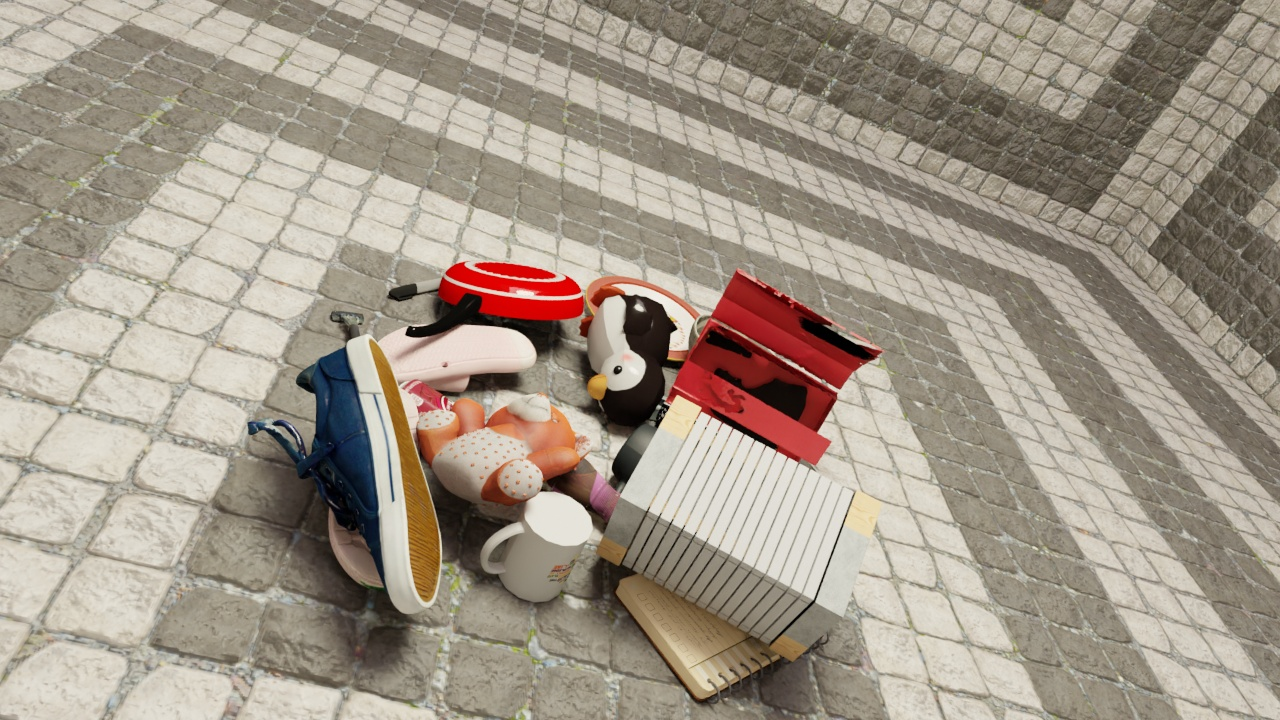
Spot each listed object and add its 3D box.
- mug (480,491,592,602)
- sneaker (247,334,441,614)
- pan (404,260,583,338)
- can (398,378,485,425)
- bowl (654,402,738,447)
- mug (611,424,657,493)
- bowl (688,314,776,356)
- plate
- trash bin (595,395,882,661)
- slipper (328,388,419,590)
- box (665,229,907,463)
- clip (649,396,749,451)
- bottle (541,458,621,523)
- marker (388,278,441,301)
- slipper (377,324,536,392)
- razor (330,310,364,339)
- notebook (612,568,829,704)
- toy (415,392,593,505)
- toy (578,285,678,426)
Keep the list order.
[{"bbox_3d":[-0.114,0.195,0.956,0.105,0.090,0.073,5,37,-32],"label":"mug"},{"bbox_3d":[-0.277,0.114,0.873,0.127,0.121,0.294,-24,60,-3],"label":"sneaker"},{"bbox_3d":[-0.212,-0.086,1.262,0.209,0.067,0.355,14,14,19],"label":"pan"},{"bbox_3d":[-0.238,0.074,1.072,0.114,0.063,0.063,32,31,9],"label":"can"},{"bbox_3d":[0.067,0.114,1.227,0.120,0.066,0.120,30,-3,1],"label":"bowl"},{"bbox_3d":[0.011,0.148,1.144,0.094,0.085,0.121,35,61,15],"label":"mug"},{"bbox_3d":[0.137,0.014,1.425,0.178,0.081,0.178,30,27,-18],"label":"bowl"},{"bbox_3d":[0.013,-0.066,1.517,0.229,0.021,0.229,19,31,-12],"label":"plate"},{"bbox_3d":[0.103,0.183,0.995,0.247,0.143,0.142,28,54,6],"label":"trash bin"},{"bbox_3d":[-0.275,0.134,0.956,0.094,0.065,0.239,8,48,-22],"label":"slipper"},{"bbox_3d":[0.188,-0.016,1.234,0.211,0.319,0.120,31,38,3],"label":"box"},{"bbox_3d":[0.091,0.075,1.357,0.174,0.030,0.158,28,29,0],"label":"clip"},{"bbox_3d":[-0.072,0.148,1.091,0.166,0.060,0.059,34,31,8],"label":"bottle"},{"bbox_3d":[-0.312,-0.106,1.342,0.138,0.016,0.022,-19,84,-52],"label":"marker"},{"bbox_3d":[-0.243,-0.004,1.197,0.221,0.056,0.106,-6,41,-29],"label":"slipper"},{"bbox_3d":[-0.362,-0.021,1.165,0.042,0.022,0.144,4,37,-31],"label":"razor"},{"bbox_3d":[0.100,0.286,1.045,0.225,0.024,0.167,-8,43,-44],"label":"notebook"},{"bbox_3d":[-0.139,0.089,0.996,0.164,0.093,0.172,22,26,26],"label":"toy"},{"bbox_3d":[-0.007,0.008,1.284,0.140,0.159,0.183,9,51,-17],"label":"toy"}]
